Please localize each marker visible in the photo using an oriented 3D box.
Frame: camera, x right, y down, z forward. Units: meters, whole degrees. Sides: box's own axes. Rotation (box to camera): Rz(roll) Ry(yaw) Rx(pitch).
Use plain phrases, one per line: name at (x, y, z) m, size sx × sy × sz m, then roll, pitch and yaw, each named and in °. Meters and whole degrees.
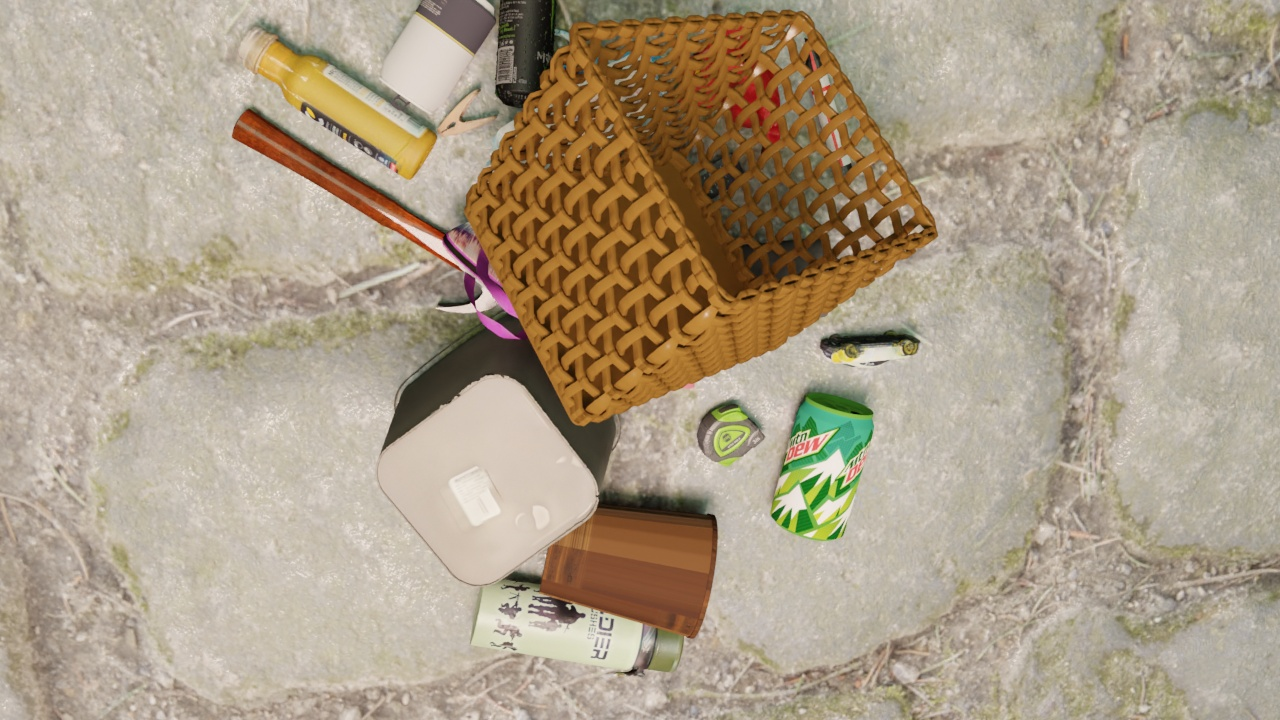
marker at (0.189, -0.254, 0.930) m, size 0.019 × 0.019 × 0.145 m, roll -20°, pitch 106°, yaw -1°

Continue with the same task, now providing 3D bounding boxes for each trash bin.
trash bin at (-0.133, 0.082, 0.867) m, size 0.197 × 0.220 × 0.197 m, roll -36°, pitch 101°, yaw 4°

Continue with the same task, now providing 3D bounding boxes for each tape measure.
tape measure at (0.093, 0.079, 0.998) m, size 0.065 × 0.036 × 0.058 m, roll -37°, pitch 115°, yaw 0°

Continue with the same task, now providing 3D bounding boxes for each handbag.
handbag at (-0.119, -0.065, 0.833) m, size 0.144 × 0.169 × 0.068 m, roll 35°, pitch 104°, yaw -18°

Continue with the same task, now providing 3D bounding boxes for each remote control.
remote control at (0.042, -0.165, 0.938) m, size 0.136 × 0.015 × 0.032 m, roll -31°, pitch 106°, yaw -1°

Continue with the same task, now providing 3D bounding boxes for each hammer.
hammer at (-0.256, -0.149, 0.901) m, size 0.300 × 0.028 × 0.111 m, roll 31°, pitch 98°, yaw -13°

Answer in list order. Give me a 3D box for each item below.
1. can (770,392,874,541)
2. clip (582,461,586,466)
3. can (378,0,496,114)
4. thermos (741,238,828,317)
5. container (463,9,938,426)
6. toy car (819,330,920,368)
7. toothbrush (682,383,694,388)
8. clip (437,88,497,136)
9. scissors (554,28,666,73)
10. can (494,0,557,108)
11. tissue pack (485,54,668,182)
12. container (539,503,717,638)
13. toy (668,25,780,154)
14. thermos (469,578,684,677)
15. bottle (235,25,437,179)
can at (0.197, 0.114, 0.992) m, size 0.083 × 0.083 × 0.144 m, roll 11°, pitch 103°, yaw -9°
clip at (-0.069, 0.111, 0.998) m, size 0.041 × 0.014 × 0.052 m, roll 8°, pitch 106°, yaw -8°
can at (-0.192, -0.288, 0.854) m, size 0.064 × 0.064 × 0.127 m, roll 34°, pitch 98°, yaw -14°
thermos at (0.065, -0.072, 0.930) m, size 0.240 × 0.082 × 0.082 m, roll -6°, pitch 105°, yaw -5°
container at (0.041, -0.114, 0.737) m, size 0.250 × 0.215 × 0.219 m, roll -20°, pitch 78°, yaw -38°
toy car at (0.246, -0.011, 0.985) m, size 0.105 × 0.048 × 0.033 m, roll -5°, pitch 104°, yaw -5°
toothbrush at (-0.006, 0.006, 0.978) m, size 0.135 × 0.016 × 0.022 m, roll 18°, pitch 101°, yaw -9°
clip at (-0.167, -0.233, 0.893) m, size 0.039 × 0.024 × 0.060 m, roll 44°, pitch 106°, yaw -12°
scissors at (-0.041, -0.292, 0.899) m, size 0.135 × 0.015 × 0.066 m, roll -4°, pitch 102°, yaw -8°
can at (-0.106, -0.308, 0.857) m, size 0.054 × 0.054 × 0.138 m, roll 3°, pitch 96°, yaw -8°
tissue pack at (-0.060, -0.217, 0.862) m, size 0.182 × 0.112 × 0.070 m, roll -27°, pitch 98°, yaw 1°
container at (-0.015, 0.213, 0.976) m, size 0.167 × 0.132 × 0.132 m, roll 12°, pitch 103°, yaw -4°
toy at (0.091, -0.259, 0.906) m, size 0.094 × 0.087 × 0.133 m, roll -16°, pitch 130°, yaw 30°
thermos at (-0.067, 0.297, 1.011) m, size 0.231 × 0.082 × 0.082 m, roll 13°, pitch 102°, yaw -10°
bottle at (-0.284, -0.242, 0.860) m, size 0.186 × 0.053 × 0.053 m, roll 32°, pitch 98°, yaw -13°
